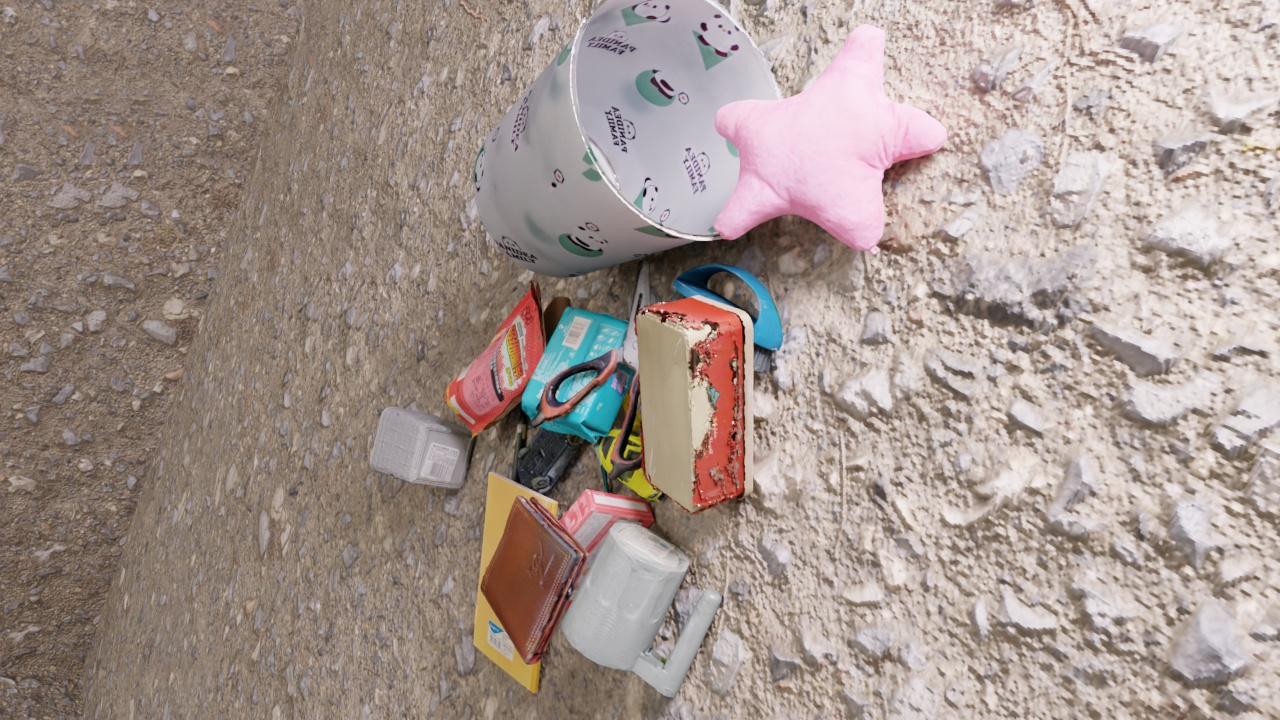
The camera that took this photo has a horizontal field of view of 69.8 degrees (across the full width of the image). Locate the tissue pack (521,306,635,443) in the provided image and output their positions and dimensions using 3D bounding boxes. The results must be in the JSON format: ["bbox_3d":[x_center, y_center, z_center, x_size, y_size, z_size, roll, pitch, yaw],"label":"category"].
[{"bbox_3d":[-0.057,0.014,0.937,0.093,0.050,0.133,18,76,36],"label":"tissue pack"}]

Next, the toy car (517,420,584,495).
[{"bbox_3d":[-0.094,0.095,1.004,0.121,0.036,0.054,-56,43,23],"label":"toy car"}]

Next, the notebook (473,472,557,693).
[{"bbox_3d":[-0.141,0.238,1.009,0.146,0.010,0.206,11,96,53],"label":"notebook"}]

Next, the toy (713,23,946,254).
[{"bbox_3d":[0.141,-0.158,0.739,0.195,0.074,0.178,-27,71,20],"label":"toy"}]

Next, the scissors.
[{"bbox_3d":[-0.014,0.007,0.882,0.226,0.015,0.189,-30,65,2],"label":"scissors"}]

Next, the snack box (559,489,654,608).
[{"bbox_3d":[-0.059,0.187,0.895,0.153,0.075,0.025,-52,41,28],"label":"snack box"}]

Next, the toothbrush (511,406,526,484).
[{"bbox_3d":[-0.145,0.092,1.093,0.017,0.012,0.185,-17,65,55],"label":"toothbrush"}]

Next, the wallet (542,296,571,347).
[{"bbox_3d":[-0.099,-0.003,1.039,0.090,0.033,0.115,132,138,-52],"label":"wallet"}]

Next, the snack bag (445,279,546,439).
[{"bbox_3d":[-0.159,0.008,1.063,0.208,0.073,0.128,-40,44,50],"label":"snack bag"}]

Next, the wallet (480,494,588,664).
[{"bbox_3d":[-0.102,0.203,0.858,0.101,0.032,0.125,38,111,44],"label":"wallet"}]

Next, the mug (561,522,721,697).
[{"bbox_3d":[0.003,0.218,0.812,0.124,0.083,0.103,30,102,25],"label":"mug"}]

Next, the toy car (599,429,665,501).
[{"bbox_3d":[-0.007,0.100,0.894,0.105,0.032,0.048,28,100,51],"label":"toy car"}]

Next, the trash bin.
[{"bbox_3d":[-0.026,-0.195,0.880,0.253,0.229,0.229,-16,65,56],"label":"trash bin"}]

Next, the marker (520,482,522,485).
[{"bbox_3d":[-0.105,0.176,1.007,0.017,0.017,0.145,-58,40,22],"label":"marker"}]

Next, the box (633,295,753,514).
[{"bbox_3d":[0.039,0.038,0.763,0.091,0.078,0.168,27,126,53],"label":"box"}]

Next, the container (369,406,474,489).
[{"bbox_3d":[-0.283,0.117,1.204,0.114,0.090,0.090,9,85,50],"label":"container"}]

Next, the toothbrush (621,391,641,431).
[{"bbox_3d":[-0.038,0.011,0.979,0.017,0.015,0.190,-61,39,26],"label":"toothbrush"}]

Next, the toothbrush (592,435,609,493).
[{"bbox_3d":[-0.048,0.080,0.956,0.016,0.018,0.191,-46,48,53],"label":"toothbrush"}]

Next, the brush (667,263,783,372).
[{"bbox_3d":[0.077,-0.046,0.816,0.144,0.055,0.074,43,114,51],"label":"brush"}]
